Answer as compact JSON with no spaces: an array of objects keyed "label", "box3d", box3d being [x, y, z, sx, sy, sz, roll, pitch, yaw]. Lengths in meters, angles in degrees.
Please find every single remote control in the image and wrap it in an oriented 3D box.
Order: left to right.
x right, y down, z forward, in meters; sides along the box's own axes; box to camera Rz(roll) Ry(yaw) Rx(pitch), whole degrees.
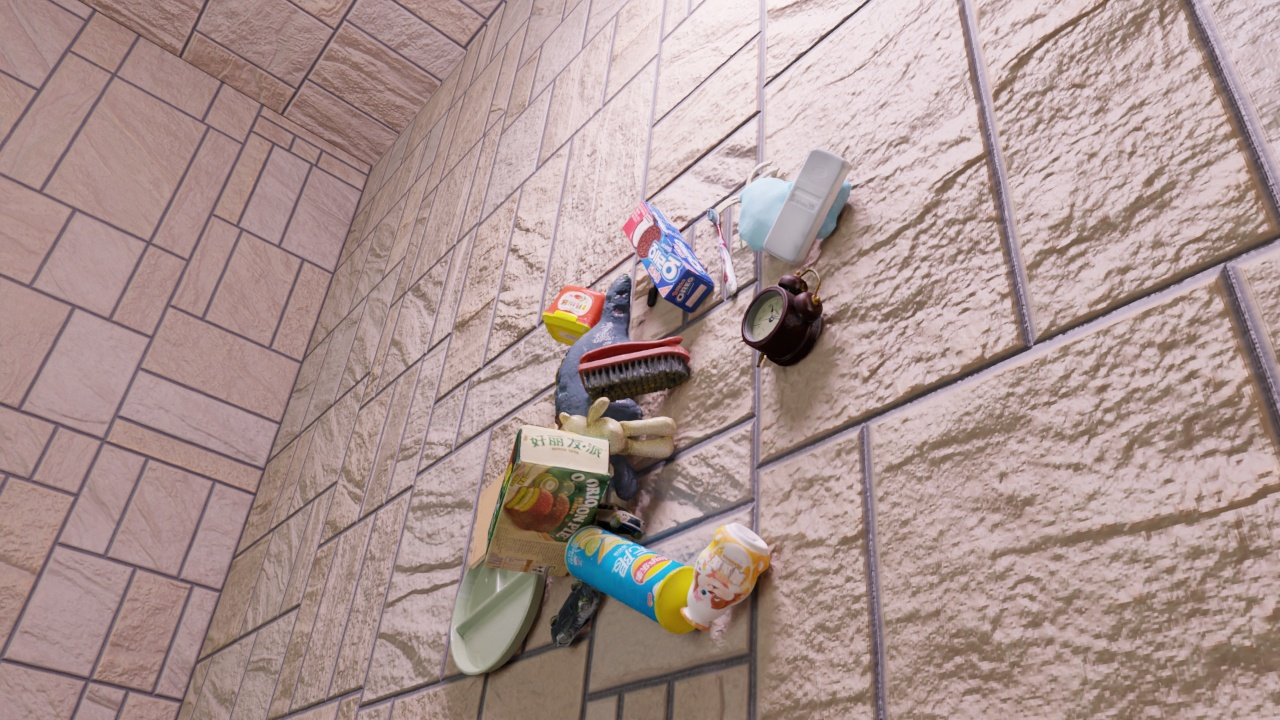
[{"label":"remote control","box3d":[0.195,-0.180,1.079,0.056,0.020,0.136,35,106,37]}]

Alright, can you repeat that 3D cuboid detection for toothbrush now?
[{"label":"toothbrush","box3d":[0.110,-0.152,1.252,0.016,0.017,0.187,-44,33,31]}]

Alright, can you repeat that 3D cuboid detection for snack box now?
[{"label":"snack box","box3d":[-0.121,0.183,1.153,0.241,0.114,0.063,112,164,-44]},{"label":"snack box","box3d":[-0.095,-0.068,1.432,0.091,0.082,0.080,16,64,23]},{"label":"snack box","box3d":[0.037,-0.151,1.310,0.058,0.057,0.207,-50,37,19]}]

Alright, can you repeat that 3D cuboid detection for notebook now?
[{"label":"notebook","box3d":[-0.190,0.202,1.387,0.212,0.012,0.149,-44,29,28]}]

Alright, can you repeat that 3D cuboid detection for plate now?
[{"label":"plate","box3d":[-0.204,0.340,1.326,0.231,0.027,0.229,-39,37,36]}]

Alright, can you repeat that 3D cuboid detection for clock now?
[{"label":"clock","box3d":[0.165,-0.050,1.038,0.122,0.055,0.082,-53,29,21]}]

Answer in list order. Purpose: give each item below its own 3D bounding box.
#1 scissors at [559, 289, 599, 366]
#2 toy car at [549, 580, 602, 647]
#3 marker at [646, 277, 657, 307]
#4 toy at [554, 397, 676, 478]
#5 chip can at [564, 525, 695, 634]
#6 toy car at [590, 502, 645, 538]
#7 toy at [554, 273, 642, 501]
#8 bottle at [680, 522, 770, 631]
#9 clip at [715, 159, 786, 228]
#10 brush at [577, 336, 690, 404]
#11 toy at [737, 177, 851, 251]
[{"label":"scissors","box3d":[-0.089,-0.044,1.484,0.173,0.012,0.126,-61,27,0]},{"label":"toy car","box3d":[-0.081,0.315,1.143,0.090,0.034,0.043,-58,32,7]},{"label":"marker","box3d":[0.026,-0.136,1.377,0.018,0.015,0.123,-17,54,49]},{"label":"toy","box3d":[-0.031,0.094,1.162,0.066,0.157,0.105,-48,-44,-68]},{"label":"chip can","box3d":[-0.009,0.244,1.044,0.211,0.071,0.071,7,71,57]},{"label":"toy car","box3d":[-0.029,0.199,1.151,0.091,0.042,0.035,-5,59,57]},{"label":"toy","box3d":[-0.055,0.037,1.280,0.138,0.091,0.355,-17,54,29]},{"label":"bottle","box3d":[0.083,0.222,0.933,0.108,0.063,0.063,-58,29,8]},{"label":"clip","box3d":[0.151,-0.221,1.225,0.100,0.070,0.034,-46,33,13]},{"label":"brush","box3d":[-0.007,0.007,1.206,0.146,0.063,0.069,-12,57,2]},{"label":"toy","box3d":[0.180,-0.187,1.138,0.156,0.049,0.161,-46,45,20]}]
